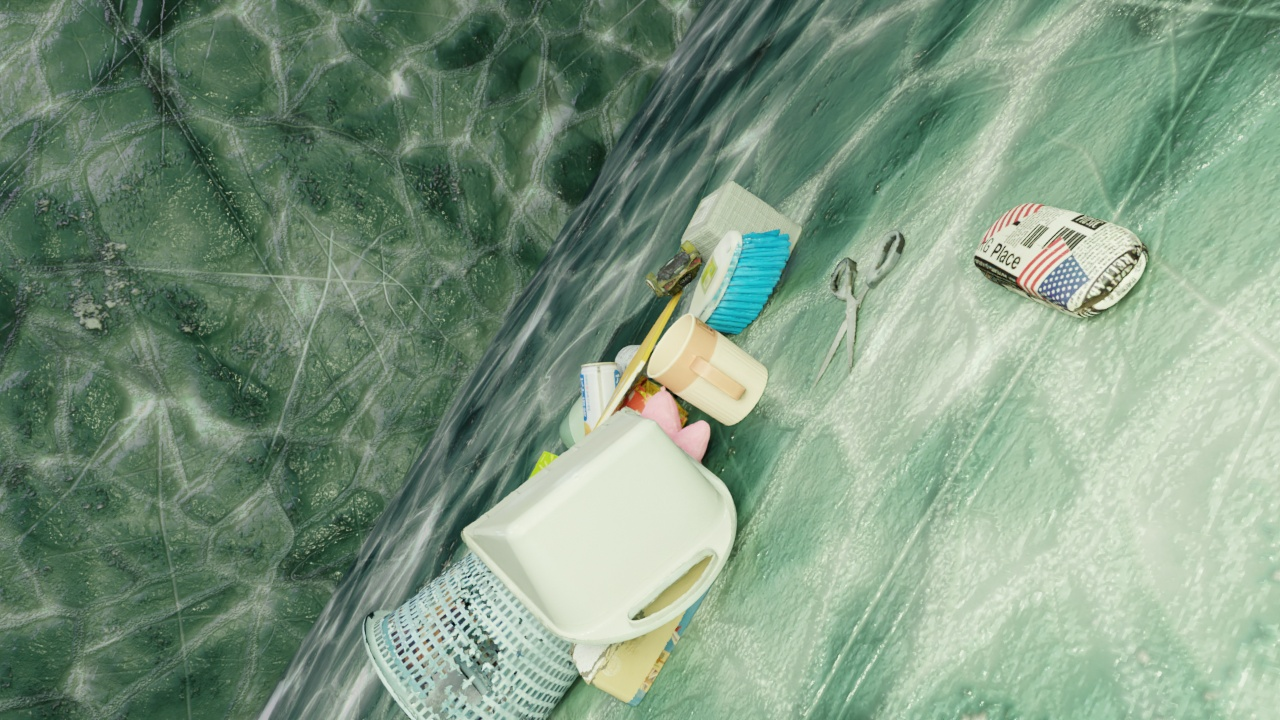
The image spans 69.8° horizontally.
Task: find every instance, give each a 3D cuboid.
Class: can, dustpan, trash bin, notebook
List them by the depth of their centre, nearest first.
[{"bbox_3d":[-0.032,0.157,0.860,0.222,0.142,0.258,-37,3,-15],"label":"dustpan"},{"bbox_3d":[-0.137,0.278,0.951,0.195,0.226,0.226,-45,15,-3],"label":"trash bin"},{"bbox_3d":[-0.007,0.007,1.115,0.146,0.010,0.205,-57,3,30],"label":"notebook"},{"bbox_3d":[-0.049,0.071,1.217,0.053,0.053,0.134,165,101,-67],"label":"can"},{"bbox_3d":[0.011,0.007,1.285,0.058,0.058,0.147,-59,16,-9],"label":"can"}]

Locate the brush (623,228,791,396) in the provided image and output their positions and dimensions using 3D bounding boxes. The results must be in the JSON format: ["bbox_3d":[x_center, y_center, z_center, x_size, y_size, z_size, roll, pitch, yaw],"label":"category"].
[{"bbox_3d":[0.073,-0.044,1.128,0.315,0.109,0.060,115,149,-45],"label":"brush"}]

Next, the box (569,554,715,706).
[{"bbox_3d":[0.009,0.223,0.861,0.184,0.060,0.090,-55,16,-3],"label":"box"}]

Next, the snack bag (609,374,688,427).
[{"bbox_3d":[-0.030,0.125,1.140,0.208,0.073,0.128,-55,46,8],"label":"snack bag"}]

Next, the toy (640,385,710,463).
[{"bbox_3d":[0.012,0.116,1.011,0.195,0.074,0.178,-21,57,58],"label":"toy"}]

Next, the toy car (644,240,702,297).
[{"bbox_3d":[0.043,-0.108,1.131,0.070,0.042,0.158,-41,3,2],"label":"toy car"}]

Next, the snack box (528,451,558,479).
[{"bbox_3d":[-0.099,0.178,1.230,0.157,0.026,0.085,12,69,50],"label":"snack box"}]

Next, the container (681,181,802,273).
[{"bbox_3d":[0.124,-0.157,1.163,0.090,0.114,0.090,-23,37,63],"label":"container"}]

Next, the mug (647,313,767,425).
[{"bbox_3d":[0.077,0.014,0.981,0.081,0.106,0.114,-56,15,2],"label":"mug"}]

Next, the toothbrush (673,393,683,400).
[{"bbox_3d":[0.015,0.087,1.203,0.189,0.014,0.016,-48,42,31],"label":"toothbrush"}]

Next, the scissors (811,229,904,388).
[{"bbox_3d":[0.208,-0.055,0.899,0.178,0.014,0.159,-55,16,12],"label":"scissors"}]

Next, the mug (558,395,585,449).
[{"bbox_3d":[-0.051,0.091,1.285,0.106,0.082,0.111,-53,47,11],"label":"mug"}]

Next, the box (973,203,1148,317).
[{"bbox_3d":[0.290,-0.070,0.642,0.164,0.055,0.070,-103,34,-71],"label":"box"}]
